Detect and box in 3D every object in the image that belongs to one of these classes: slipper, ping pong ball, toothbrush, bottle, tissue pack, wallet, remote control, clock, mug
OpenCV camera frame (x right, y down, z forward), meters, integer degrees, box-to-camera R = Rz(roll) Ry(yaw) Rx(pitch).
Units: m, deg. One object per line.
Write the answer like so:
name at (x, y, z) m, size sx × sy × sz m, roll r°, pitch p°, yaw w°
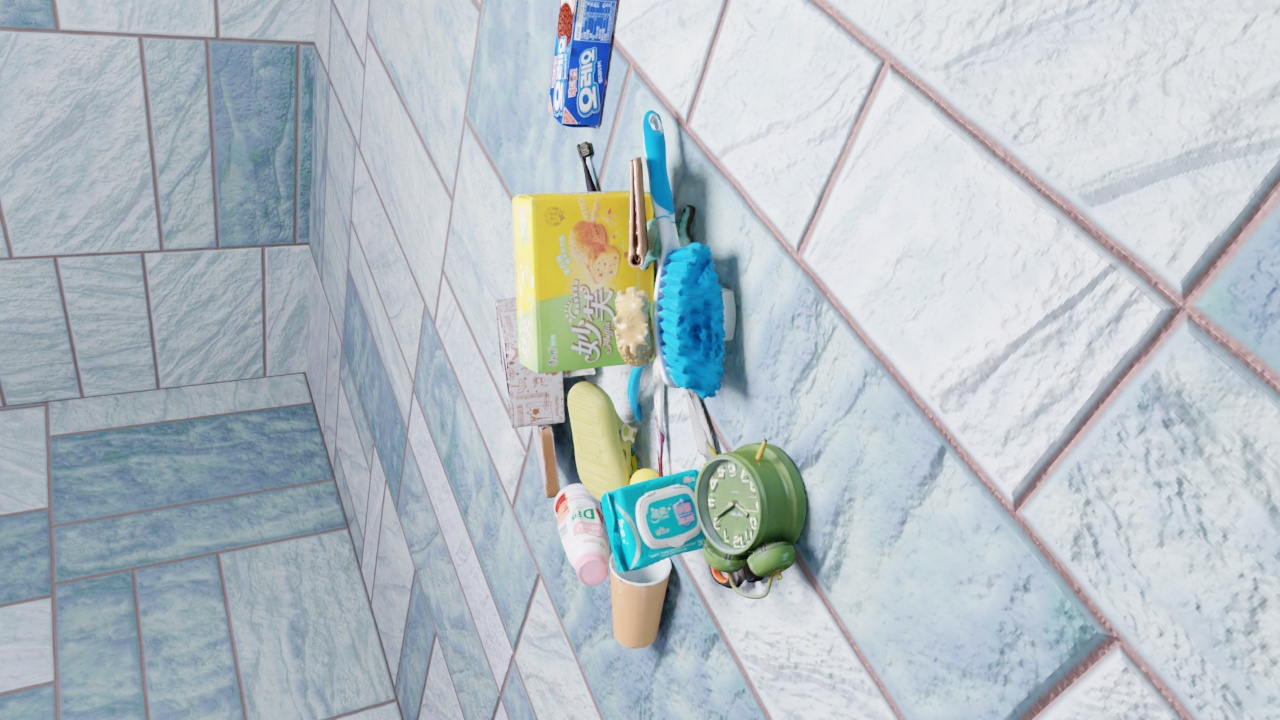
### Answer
slipper at (-0.036, 0.104, 1.185) m, size 0.092 × 0.081 × 0.191 m, roll 22°, pitch 132°, yaw 45°
ping pong ball at (0.007, 0.156, 1.155) m, size 0.040 × 0.040 × 0.040 m, roll 23°, pitch 116°, yaw 58°
toothbrush at (-0.054, -0.190, 1.202) m, size 0.027 × 0.026 × 0.212 m, roll -21°, pitch 75°, yaw 31°
bottle at (-0.076, 0.236, 1.242) m, size 0.197 × 0.068 × 0.068 m, roll -121°, pitch 32°, yaw -69°
tissue pack at (0.019, 0.181, 1.042) m, size 0.050 × 0.133 × 0.093 m, roll -24°, pitch 79°, yaw 57°
wallet at (-0.003, -0.163, 0.999) m, size 0.101 × 0.020 × 0.115 m, roll -82°, pitch -10°, yaw -78°
remote control at (0.062, -0.058, 1.024) m, size 0.135 × 0.019 × 0.056 m, roll 17°, pitch 111°, yaw 59°
clock at (0.109, 0.160, 0.932) m, size 0.116 × 0.056 × 0.161 m, roll -10°, pitch 84°, yaw 55°
mug at (-0.003, 0.306, 1.181) m, size 0.078 × 0.078 × 0.123 m, roll 45°, pitch 140°, yaw 49°
toothbrush at (0.028, 0.088, 1.129) m, size 0.016 × 0.017 × 0.187 m, roll 8°, pitch 101°, yaw 64°

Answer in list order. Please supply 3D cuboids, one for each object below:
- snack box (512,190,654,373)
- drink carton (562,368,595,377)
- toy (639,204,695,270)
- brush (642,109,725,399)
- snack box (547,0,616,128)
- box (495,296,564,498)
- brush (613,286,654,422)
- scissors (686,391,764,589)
snack box at (-0.066, -0.096, 1.105) m, size 0.070 × 0.157 × 0.210 m, roll -156°, pitch 63°, yaw -62°
drink carton at (-0.090, -0.039, 1.281) m, size 0.053 × 0.045 × 0.122 m, roll 175°, pitch 90°, yaw -75°
toy at (0.035, -0.136, 1.047) m, size 0.092 × 0.030 × 0.097 m, roll 36°, pitch 121°, yaw 45°
brush at (0.038, -0.119, 0.981) m, size 0.110 × 0.060 × 0.314 m, roll -174°, pitch 81°, yaw -64°
snack box at (-0.071, -0.399, 1.149) m, size 0.058 × 0.057 × 0.208 m, roll 52°, pitch 140°, yaw 48°
box at (-0.156, 0.054, 1.346) m, size 0.176 × 0.082 × 0.260 m, roll -113°, pitch 19°, yaw -57°
brush at (-0.006, 0.006, 1.072) m, size 0.255 × 0.046 × 0.083 m, roll 90°, pitch 176°, yaw -60°
scissors at (0.097, 0.135, 1.015) m, size 0.149 × 0.021 × 0.234 m, roll -3°, pitch 88°, yaw 54°
